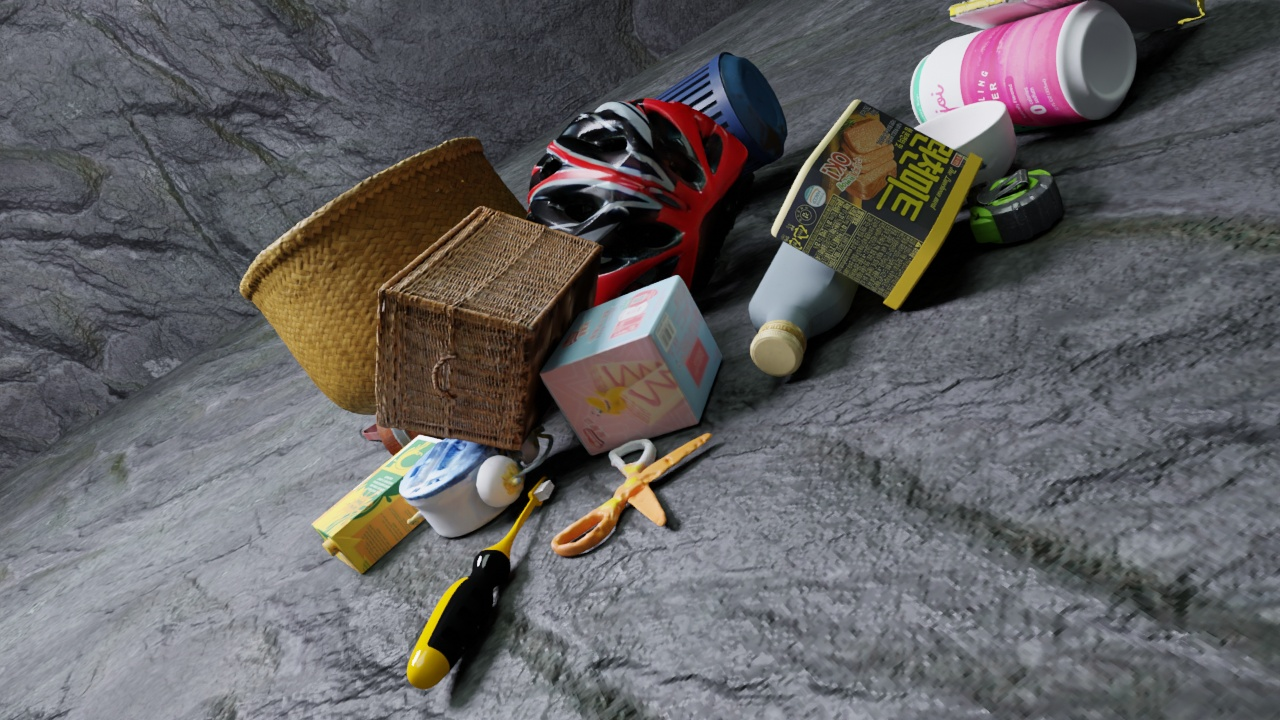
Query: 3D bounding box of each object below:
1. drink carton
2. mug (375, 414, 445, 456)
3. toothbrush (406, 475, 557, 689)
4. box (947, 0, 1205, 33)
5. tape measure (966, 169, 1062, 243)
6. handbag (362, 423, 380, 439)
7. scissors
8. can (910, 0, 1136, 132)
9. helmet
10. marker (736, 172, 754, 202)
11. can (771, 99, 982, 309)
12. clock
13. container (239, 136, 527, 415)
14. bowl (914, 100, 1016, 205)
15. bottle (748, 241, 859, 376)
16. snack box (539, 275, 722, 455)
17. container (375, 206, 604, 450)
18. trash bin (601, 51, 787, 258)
[{"bbox_3d":[-0.206,0.117,0.752,0.122,0.041,0.058,-41,23,-26],"label":"drink carton"},{"bbox_3d":[-0.171,0.035,0.842,0.111,0.081,0.117,-27,16,21],"label":"mug"},{"bbox_3d":[-0.095,0.132,0.584,0.031,0.031,0.196,-27,17,28],"label":"toothbrush"},{"bbox_3d":[0.364,-0.290,0.763,0.209,0.023,0.127,-7,3,-38],"label":"box"},{"bbox_3d":[0.254,-0.108,0.627,0.059,0.036,0.065,-20,23,26],"label":"tape measure"},{"bbox_3d":[-0.262,0.067,0.975,0.120,0.029,0.055,-18,22,44],"label":"handbag"},{"bbox_3d":[-0.006,0.082,0.594,0.125,0.011,0.128,-34,21,-3],"label":"scissors"},{"bbox_3d":[0.311,-0.234,0.759,0.088,0.088,0.166,-39,22,-20],"label":"can"},{"bbox_3d":[-0.018,-0.148,0.878,0.272,0.167,0.217,20,87,62],"label":"helmet"},{"bbox_3d":[0.103,-0.184,1.040,0.021,0.017,0.123,-16,24,35],"label":"marker"},{"bbox_3d":[0.165,-0.113,0.641,0.130,0.101,0.073,-52,-11,-43],"label":"can"},{"bbox_3d":[-0.121,0.084,0.692,0.126,0.052,0.088,-23,22,22],"label":"clock"},{"bbox_3d":[-0.242,-0.083,0.989,0.307,0.196,0.306,-35,8,5],"label":"container"},{"bbox_3d":[0.245,-0.155,0.724,0.105,0.054,0.104,-29,19,11],"label":"bowl"},{"bbox_3d":[0.118,-0.047,0.664,0.072,0.046,0.160,-17,25,35],"label":"bottle"},{"bbox_3d":[-0.004,0.004,0.672,0.095,0.079,0.092,-19,24,26],"label":"snack box"},{"bbox_3d":[-0.112,-0.028,0.712,0.113,0.114,0.198,15,30,8],"label":"container"},{"bbox_3d":[0.033,-0.232,1.038,0.250,0.139,0.139,-25,21,31],"label":"trash bin"}]
